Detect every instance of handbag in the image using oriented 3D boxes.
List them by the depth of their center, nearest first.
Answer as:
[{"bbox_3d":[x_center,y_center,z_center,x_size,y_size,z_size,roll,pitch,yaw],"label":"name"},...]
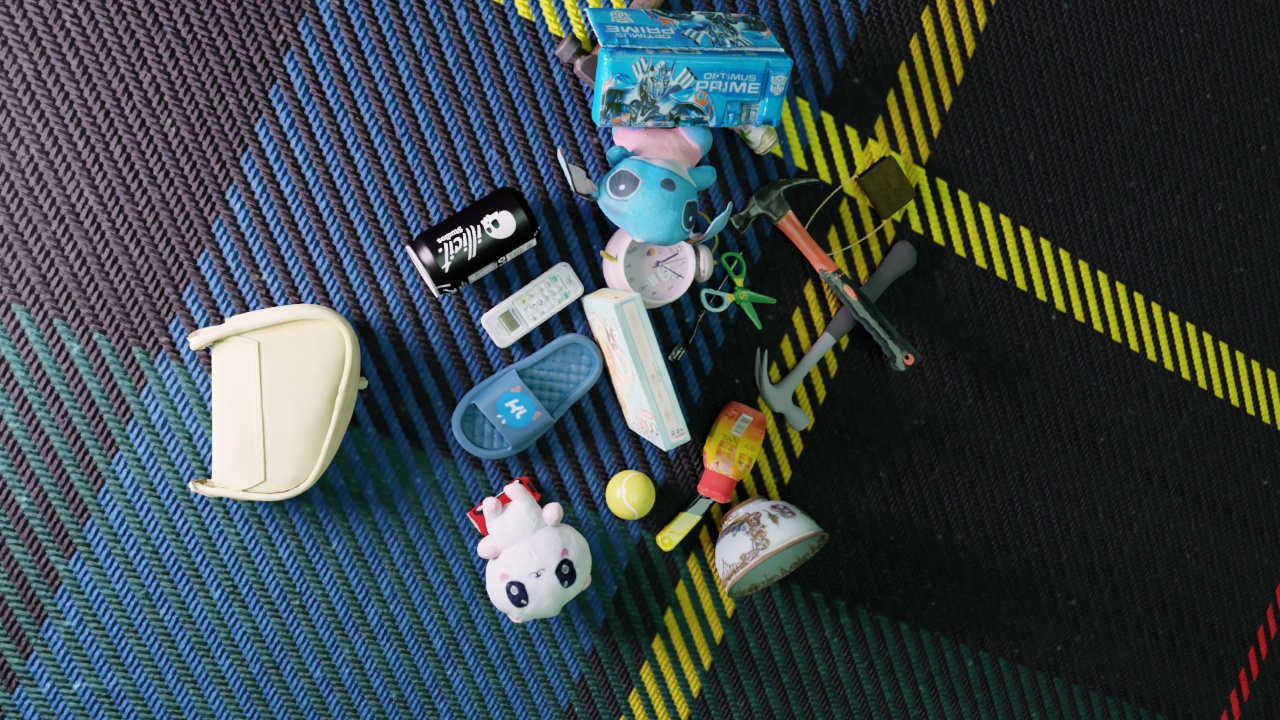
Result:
[{"bbox_3d":[-0.417,0.050,1.059,0.190,0.088,0.233,3,99,-13],"label":"handbag"},{"bbox_3d":[0.296,-0.206,1.284,0.178,0.027,0.084,-39,106,-4],"label":"handbag"}]

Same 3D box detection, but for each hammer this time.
[{"bbox_3d":[0.035,-0.473,1.156,0.120,0.033,0.330,39,85,-23],"label":"hammer"},{"bbox_3d":[0.271,-0.109,1.258,0.133,0.033,0.333,-44,100,-9],"label":"hammer"},{"bbox_3d":[0.280,-0.052,1.294,0.125,0.029,0.310,45,83,-19],"label":"hammer"}]

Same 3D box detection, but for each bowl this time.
[{"bbox_3d":[0.164,0.243,1.253,0.159,0.160,0.094,-24,63,-13],"label":"bowl"}]

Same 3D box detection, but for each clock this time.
[{"bbox_3d":[0.030,-0.134,1.185,0.157,0.059,0.117,-32,106,-12],"label":"clock"}]

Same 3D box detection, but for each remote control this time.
[{"bbox_3d":[-0.136,-0.071,1.159,0.133,0.022,0.050,-36,107,-10],"label":"remote control"}]

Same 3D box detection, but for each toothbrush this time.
[{"bbox_3d":[0.090,-0.076,1.237,0.017,0.014,0.188,32,86,-3],"label":"toothbrush"}]

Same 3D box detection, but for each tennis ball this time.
[{"bbox_3d":[-0.013,0.178,1.212,0.065,0.065,0.065,-3,98,-18],"label":"tennis ball"}]

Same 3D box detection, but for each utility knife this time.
[{"bbox_3d":[0.088,0.196,1.271,0.174,0.020,0.029,-44,94,-7],"label":"utility knife"}]

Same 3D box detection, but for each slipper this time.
[{"bbox_3d":[-0.135,0.048,1.159,0.213,0.059,0.104,-36,109,-12],"label":"slipper"}]

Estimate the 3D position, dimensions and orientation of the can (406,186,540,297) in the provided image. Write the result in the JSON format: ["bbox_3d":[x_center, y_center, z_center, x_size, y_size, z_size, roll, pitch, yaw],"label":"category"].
[{"bbox_3d":[-0.198,-0.142,1.098,0.146,0.080,0.080,-33,106,-11],"label":"can"}]

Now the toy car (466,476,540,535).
[{"bbox_3d":[-0.176,0.187,1.182,0.089,0.025,0.038,-35,112,-13],"label":"toy car"}]

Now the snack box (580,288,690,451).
[{"bbox_3d":[-0.007,0.007,1.149,0.044,0.141,0.193,-23,104,-15],"label":"snack box"}]

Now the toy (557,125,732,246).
[{"bbox_3d":[0.006,-0.228,1.119,0.224,0.099,0.191,16,56,-12],"label":"toy"}]

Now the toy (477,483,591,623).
[{"bbox_3d":[-0.139,0.239,1.157,0.138,0.101,0.179,-24,109,-7],"label":"toy"}]

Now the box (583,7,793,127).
[{"bbox_3d":[0.053,-0.361,1.132,0.243,0.113,0.114,-5,127,-19],"label":"box"}]

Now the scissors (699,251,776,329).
[{"bbox_3d":[0.130,-0.082,1.241,0.112,0.012,0.131,-40,117,-14],"label":"scissors"}]

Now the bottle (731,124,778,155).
[{"bbox_3d":[0.135,-0.319,1.203,0.110,0.043,0.042,44,83,-20],"label":"bottle"}]

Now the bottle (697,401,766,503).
[{"bbox_3d":[0.122,0.126,1.248,0.071,0.048,0.134,25,81,-15],"label":"bottle"}]
